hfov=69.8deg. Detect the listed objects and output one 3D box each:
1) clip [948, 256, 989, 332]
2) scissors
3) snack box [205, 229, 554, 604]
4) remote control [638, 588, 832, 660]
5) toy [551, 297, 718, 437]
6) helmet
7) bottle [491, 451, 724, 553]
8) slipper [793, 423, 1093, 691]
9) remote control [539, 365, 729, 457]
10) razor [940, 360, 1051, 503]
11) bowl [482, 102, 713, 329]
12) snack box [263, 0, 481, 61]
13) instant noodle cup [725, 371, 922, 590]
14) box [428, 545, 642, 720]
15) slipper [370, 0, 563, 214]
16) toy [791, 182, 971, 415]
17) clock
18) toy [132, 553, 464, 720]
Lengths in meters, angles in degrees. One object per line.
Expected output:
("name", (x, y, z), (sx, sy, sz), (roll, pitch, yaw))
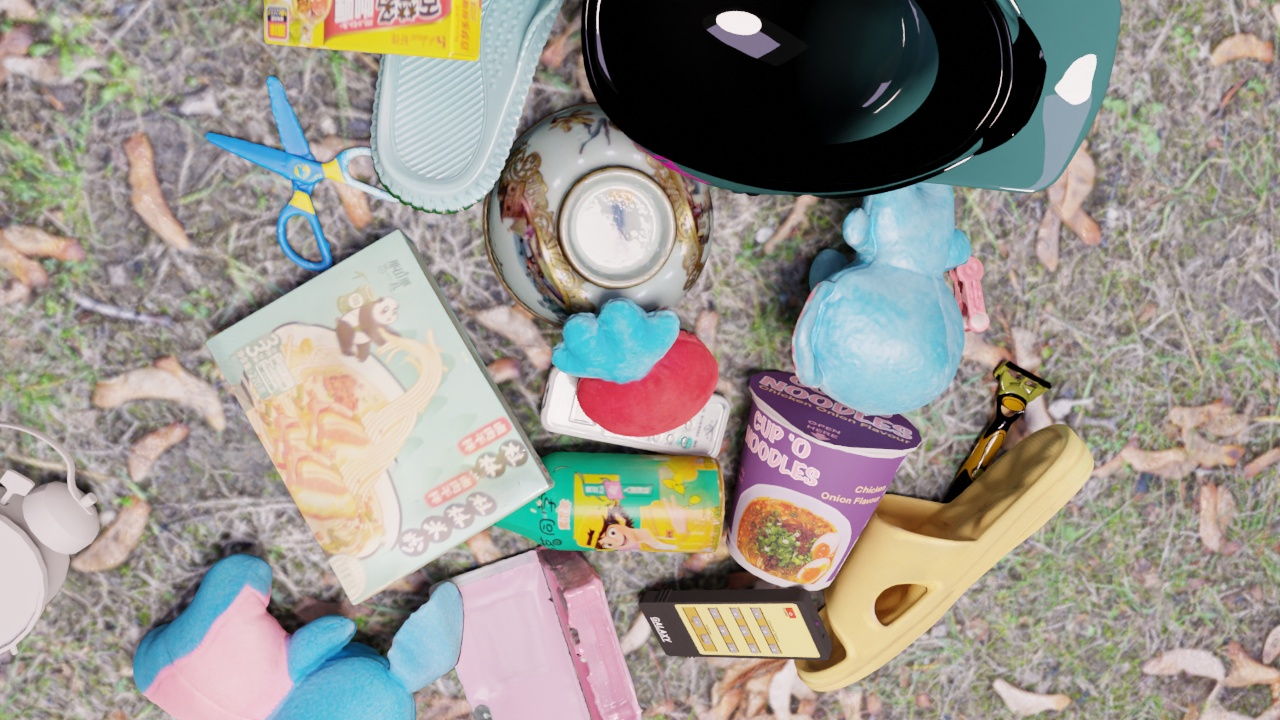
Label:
("clip", (0.244, -0.047, 0.687), (0.023, 0.045, 0.060), (-8, 70, -11))
("scissors", (-0.210, -0.123, 0.593), (0.123, 0.016, 0.125), (-18, 104, -10))
("snack box", (-0.165, 0.035, 0.590), (0.141, 0.044, 0.193), (-31, 85, -2))
("remote control", (0.066, 0.189, 0.658), (0.134, 0.013, 0.058), (-11, 117, 33))
("toy", (-0.004, 0.003, 0.590), (0.092, 0.062, 0.133), (-30, 137, 7))
("helmet", (0.110, -0.173, 0.509), (0.275, 0.199, 0.177), (20, 115, 20))
("bottle", (-0.050, 0.097, 0.637), (0.209, 0.068, 0.068), (2, 101, -3))
("slipper", (0.201, 0.129, 0.668), (0.263, 0.099, 0.078), (-42, 91, 9))
("remote control", (-0.004, 0.036, 0.656), (0.133, 0.022, 0.050), (12, 99, -12))
("razor", (0.266, 0.072, 0.713), (0.044, 0.021, 0.144), (26, 98, -14))
("bowl", (-0.021, -0.088, 0.591), (0.160, 0.094, 0.160), (-2, 102, -10))
("snack box", (-0.157, -0.217, 0.529), (0.152, 0.025, 0.075), (14, 108, 27))
("instant noodle cup", (0.114, 0.090, 0.641), (0.122, 0.136, 0.122), (21, 108, 14))
("box", (-0.062, 0.259, 0.656), (0.115, 0.106, 0.233), (-19, 105, -15))
("slipper", (-0.099, -0.224, 0.553), (0.116, 0.069, 0.276), (19, 97, 5))
("toy", (0.159, -0.052, 0.620), (0.183, 0.115, 0.180), (1, 94, -38))
("clock", (-0.418, 0.115, 0.581), (0.120, 0.061, 0.159), (24, 98, -14))
("toy", (-0.231, 0.216, 0.616), (0.191, 0.099, 0.224), (42, 100, -9))
